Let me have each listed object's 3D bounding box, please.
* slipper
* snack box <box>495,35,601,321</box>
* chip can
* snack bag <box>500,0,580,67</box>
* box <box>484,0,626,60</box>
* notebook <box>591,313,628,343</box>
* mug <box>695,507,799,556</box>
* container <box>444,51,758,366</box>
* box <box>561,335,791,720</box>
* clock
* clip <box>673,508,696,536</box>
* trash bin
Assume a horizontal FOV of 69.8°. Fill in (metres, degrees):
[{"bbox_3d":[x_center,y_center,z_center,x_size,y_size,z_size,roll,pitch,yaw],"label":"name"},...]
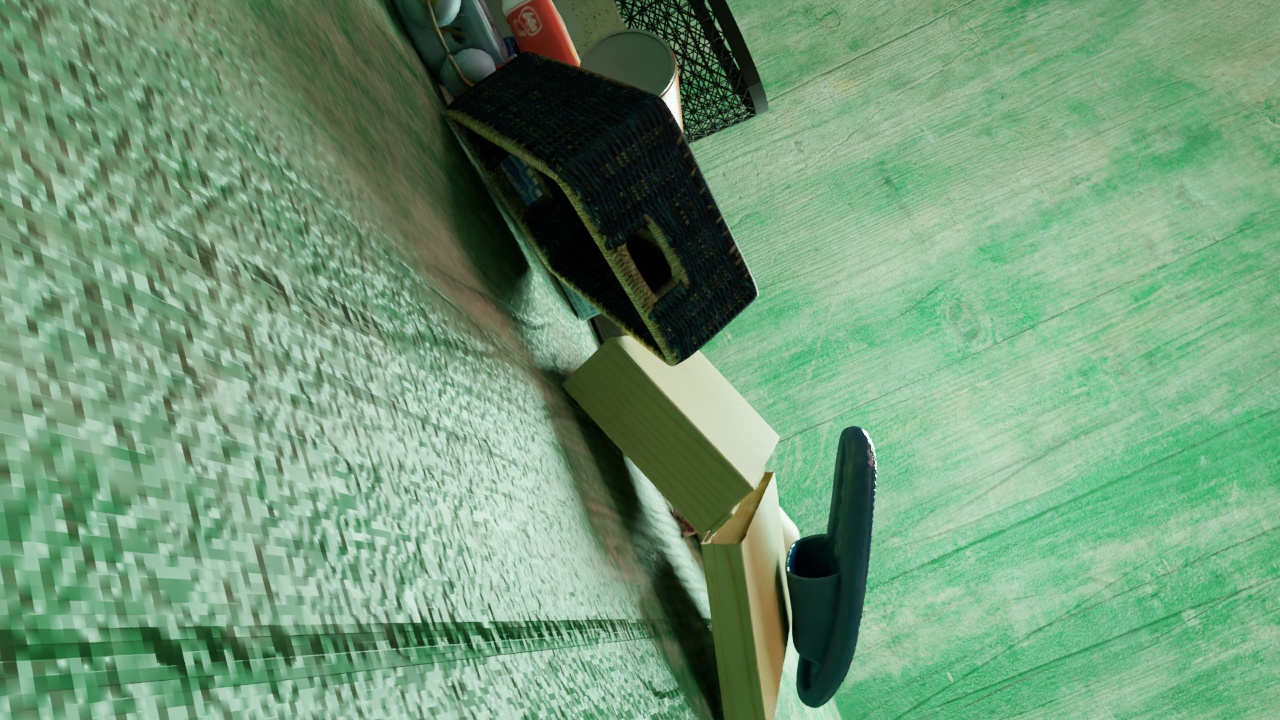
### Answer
[{"bbox_3d":[0.139,0.153,0.695,0.103,0.059,0.214,-37,136,-82],"label":"slipper"},{"bbox_3d":[-0.073,-0.138,0.731,0.059,0.059,0.226,-101,166,-57],"label":"snack box"},{"bbox_3d":[0.002,-0.143,0.668,0.210,0.062,0.062,75,-8,-68],"label":"chip can"},{"bbox_3d":[-0.059,-0.211,0.681,0.116,0.036,0.077,67,7,13],"label":"snack bag"},{"bbox_3d":[-0.088,-0.305,0.875,0.216,0.149,0.042,62,19,-24],"label":"box"},{"bbox_3d":[-0.005,0.005,0.876,0.215,0.034,0.190,66,5,22],"label":"notebook"},{"bbox_3d":[0.094,0.143,0.891,0.104,0.085,0.111,50,37,-30],"label":"mug"},{"bbox_3d":[-0.026,-0.098,0.554,0.187,0.071,0.145,40,-14,52],"label":"container"},{"bbox_3d":[0.056,0.098,0.651,0.247,0.097,0.261,-13,84,-76],"label":"box"},{"bbox_3d":[-0.127,-0.225,0.607,0.124,0.052,0.089,-109,174,-48],"label":"clock"},{"bbox_3d":[0.042,0.136,0.805,0.035,0.022,0.058,63,-2,13],"label":"clip"},{"bbox_3d":[-0.020,-0.309,0.997,0.217,0.243,0.216,60,9,-16],"label":"trash bin"}]
